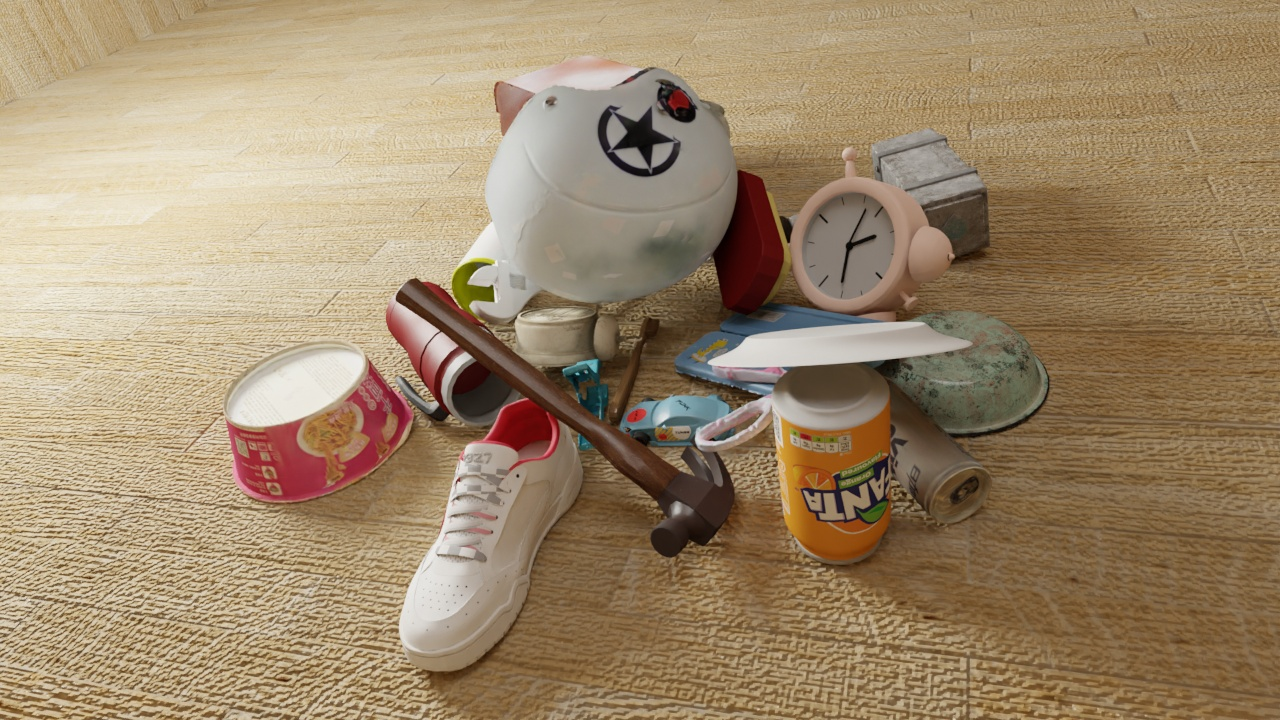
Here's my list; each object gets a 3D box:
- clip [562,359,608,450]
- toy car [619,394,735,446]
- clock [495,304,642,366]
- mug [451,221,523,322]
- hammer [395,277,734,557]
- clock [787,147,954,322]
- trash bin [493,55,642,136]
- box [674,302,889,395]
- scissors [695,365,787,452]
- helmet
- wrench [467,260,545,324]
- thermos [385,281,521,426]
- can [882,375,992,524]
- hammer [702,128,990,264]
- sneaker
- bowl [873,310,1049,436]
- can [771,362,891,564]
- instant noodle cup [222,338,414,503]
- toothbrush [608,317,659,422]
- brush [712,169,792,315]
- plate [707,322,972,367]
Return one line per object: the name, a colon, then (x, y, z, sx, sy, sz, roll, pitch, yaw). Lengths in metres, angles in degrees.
clip: (-0.044, 0.039, 0.840, 0.027, 0.104, 0.120, -7, 15, 4)
toy car: (0.031, 0.050, 0.823, 0.108, 0.027, 0.060, -2, 36, 14)
clock: (-0.065, -0.028, 0.914, 0.141, 0.054, 0.092, 3, 15, 22)
mug: (-0.160, -0.105, 1.051, 0.083, 0.083, 0.105, -1, 35, 15)
hammer: (-0.065, 0.033, 0.737, 0.323, 0.033, 0.115, 36, 34, 10)
clock: (0.219, -0.106, 0.890, 0.086, 0.131, 0.160, 7, 40, -40)
trash bin: (-0.049, -0.273, 1.171, 0.157, 0.182, 0.260, -27, 37, -24)
box: (0.130, -0.011, 0.842, 0.125, 0.021, 0.209, -30, 24, -25)
scissors: (0.108, 0.028, 0.754, 0.171, 0.014, 0.172, 8, 40, 46)
helmet: (-0.011, -0.147, 0.909, 0.263, 0.237, 0.163, -7, 64, -28)
wrench: (-0.069, -0.100, 1.017, 0.272, 0.018, 0.066, -20, 79, -34)
thermos: (-0.200, -0.002, 0.927, 0.108, 0.084, 0.198, -50, 40, -1)
can: (0.213, 0.066, 0.725, 0.054, 0.054, 0.135, -19, 36, -10)
hammer: (0.207, -0.156, 1.028, 0.326, 0.079, 0.176, -15, 35, 5)
sneaker: (-0.121, 0.116, 0.709, 0.090, 0.104, 0.235, 6, 39, 24)
bowl: (0.276, 0.002, 0.810, 0.157, 0.039, 0.157, -8, 35, 5)
can: (0.139, 0.073, 0.659, 0.079, 0.143, 0.079, -8, 35, 5)
instant noodle cup: (-0.321, 0.048, 0.887, 0.179, 0.078, 0.178, -8, 35, 6)
toothbrush: (-0.005, 0.005, 0.908, 0.016, 0.016, 0.166, 0, 36, 17)
brush: (0.113, -0.121, 0.942, 0.042, 0.082, 0.173, 15, 40, -19)
plate: (0.143, -0.014, 0.675, 0.188, 0.016, 0.188, -5, 4, 0)
